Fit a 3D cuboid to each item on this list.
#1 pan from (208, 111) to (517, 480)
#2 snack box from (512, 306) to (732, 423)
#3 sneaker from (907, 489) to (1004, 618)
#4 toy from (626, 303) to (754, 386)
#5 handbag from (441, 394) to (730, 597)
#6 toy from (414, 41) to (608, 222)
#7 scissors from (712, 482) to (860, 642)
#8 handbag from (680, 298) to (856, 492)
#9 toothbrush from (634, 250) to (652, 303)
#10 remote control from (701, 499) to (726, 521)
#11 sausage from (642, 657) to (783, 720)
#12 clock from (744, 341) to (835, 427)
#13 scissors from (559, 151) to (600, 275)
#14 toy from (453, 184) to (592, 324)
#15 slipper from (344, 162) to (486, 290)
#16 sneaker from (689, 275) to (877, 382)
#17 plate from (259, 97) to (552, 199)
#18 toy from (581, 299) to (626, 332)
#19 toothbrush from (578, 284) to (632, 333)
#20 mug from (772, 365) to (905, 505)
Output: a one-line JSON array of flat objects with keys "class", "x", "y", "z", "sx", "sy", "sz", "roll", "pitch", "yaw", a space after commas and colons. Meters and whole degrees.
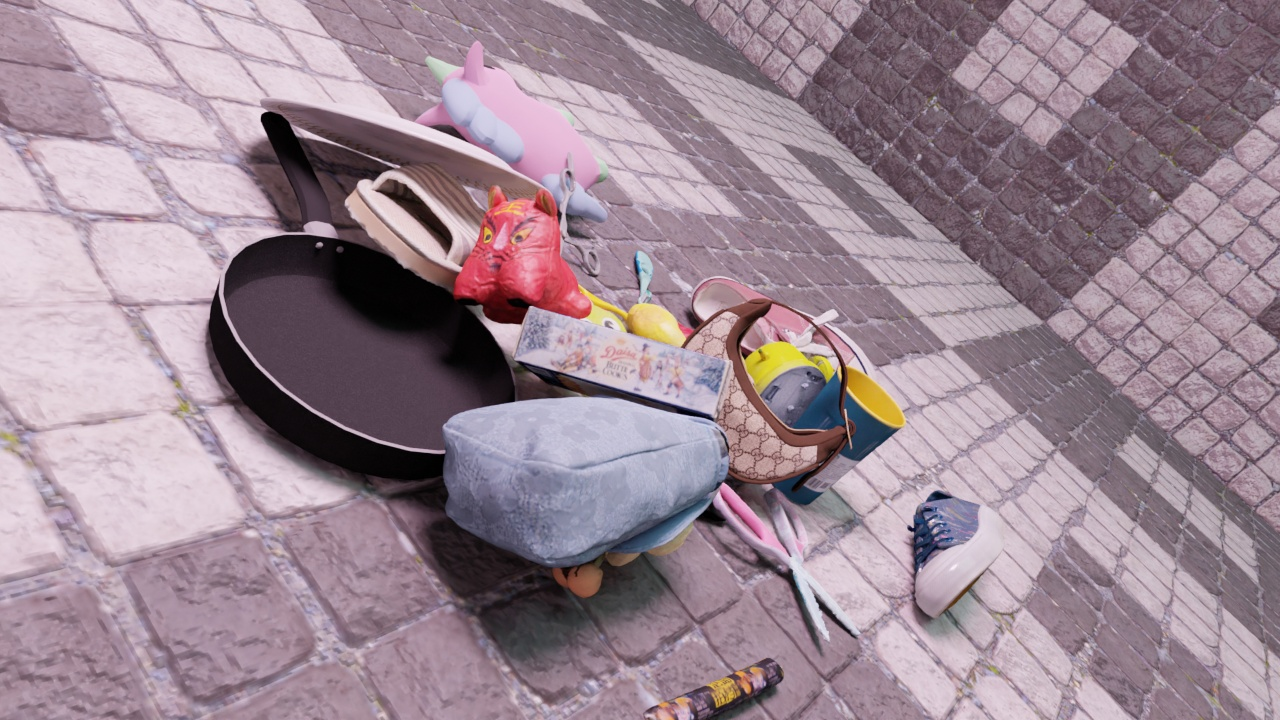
[{"class": "pan", "x": -0.215, "y": -0.058, "z": 0.644, "sx": 0.203, "sy": 0.044, "sz": 0.355, "roll": 7, "pitch": 39, "yaw": -48}, {"class": "snack box", "x": -0.009, "y": 0.010, "z": 0.677, "sx": 0.145, "sy": 0.042, "sz": 0.144, "roll": 15, "pitch": -7, "yaw": 5}, {"class": "sneaker", "x": 0.301, "y": 0.175, "z": 0.902, "sx": 0.079, "sy": 0.088, "sz": 0.235, "roll": 40, "pitch": 22, "yaw": 17}, {"class": "toy", "x": 0.042, "y": -0.005, "z": 0.878, "sx": 0.137, "sy": 0.067, "sz": 0.105, "roll": 37, "pitch": 1, "yaw": -9}, {"class": "handbag", "x": -0.031, "y": 0.082, "z": 0.572, "sx": 0.122, "sy": 0.119, "sz": 0.191, "roll": 12, "pitch": 11, "yaw": 31}, {"class": "toy", "x": -0.128, "y": -0.235, "z": 0.989, "sx": 0.222, "sy": 0.120, "sz": 0.170, "roll": 53, "pitch": 26, "yaw": 12}, {"class": "scissors", "x": 0.124, "y": 0.156, "z": 0.763, "sx": 0.170, "sy": 0.014, "sz": 0.168, "roll": 45, "pitch": 19, "yaw": 3}, {"class": "handbag", "x": 0.111, "y": 0.029, "z": 0.790, "sx": 0.166, "sy": 0.138, "sz": 0.063, "roll": 59, "pitch": 10, "yaw": 3}, {"class": "toothbrush", "x": 0.004, "y": -0.095, "z": 1.026, "sx": 0.022, "sy": 0.017, "sz": 0.135, "roll": 27, "pitch": 28, "yaw": -17}, {"class": "remote control", "x": 0.039, "y": 0.074, "z": 0.788, "sx": 0.041, "sy": 0.020, "sz": 0.151, "roll": 34, "pitch": 23, "yaw": -39}, {"class": "sausage", "x": 0.050, "y": 0.211, "z": 0.578, "sx": 0.155, "sy": 0.020, "sz": 0.020, "roll": 3, "pitch": 43, "yaw": -51}, {"class": "clock", "x": 0.153, "y": 0.029, "z": 0.945, "sx": 0.119, "sy": 0.083, "sz": 0.057, "roll": 16, "pitch": 27, "yaw": -35}, {"class": "scissors", "x": -0.078, "y": -0.139, "z": 0.925, "sx": 0.141, "sy": 0.014, "sz": 0.174, "roll": 37, "pitch": 48, "yaw": -54}, {"class": "toy", "x": -0.078, "y": -0.074, "z": 0.694, "sx": 0.088, "sy": 0.094, "sz": 0.133, "roll": 2, "pitch": -10, "yaw": 12}, {"class": "slipper", "x": -0.149, "y": -0.109, "z": 0.754, "sx": 0.114, "sy": 0.054, "sz": 0.272, "roll": 48, "pitch": 10, "yaw": 4}, {"class": "sneaker", "x": 0.164, "y": -0.016, "z": 1.012, "sx": 0.241, "sy": 0.118, "sz": 0.088, "roll": 30, "pitch": 6, "yaw": -6}, {"class": "plate", "x": -0.188, "y": -0.178, "z": 0.764, "sx": 0.242, "sy": 0.016, "sz": 0.242, "roll": 16, "pitch": 2, "yaw": -1}, {"class": "toy", "x": -0.061, "y": -0.037, "z": 0.814, "sx": 0.092, "sy": 0.043, "sz": 0.117, "roll": -4, "pitch": 44, "yaw": -42}, {"class": "toothbrush", "x": -0.053, "y": -0.063, "z": 0.883, "sx": 0.135, "sy": 0.016, "sz": 0.021, "roll": 33, "pitch": 31, "yaw": -26}, {"class": "mug", "x": 0.175, "y": 0.074, "z": 0.850, "sx": 0.078, "sy": 0.122, "sz": 0.078, "roll": 30, "pitch": 26, "yaw": -17}]
